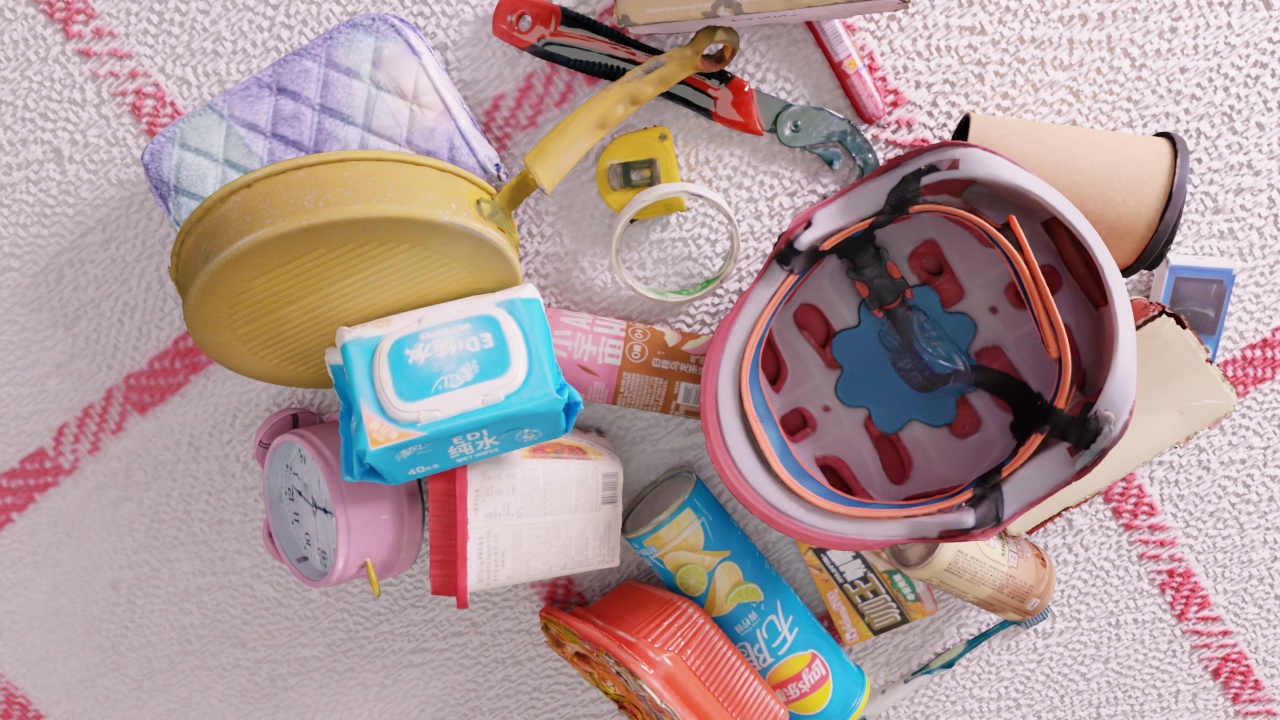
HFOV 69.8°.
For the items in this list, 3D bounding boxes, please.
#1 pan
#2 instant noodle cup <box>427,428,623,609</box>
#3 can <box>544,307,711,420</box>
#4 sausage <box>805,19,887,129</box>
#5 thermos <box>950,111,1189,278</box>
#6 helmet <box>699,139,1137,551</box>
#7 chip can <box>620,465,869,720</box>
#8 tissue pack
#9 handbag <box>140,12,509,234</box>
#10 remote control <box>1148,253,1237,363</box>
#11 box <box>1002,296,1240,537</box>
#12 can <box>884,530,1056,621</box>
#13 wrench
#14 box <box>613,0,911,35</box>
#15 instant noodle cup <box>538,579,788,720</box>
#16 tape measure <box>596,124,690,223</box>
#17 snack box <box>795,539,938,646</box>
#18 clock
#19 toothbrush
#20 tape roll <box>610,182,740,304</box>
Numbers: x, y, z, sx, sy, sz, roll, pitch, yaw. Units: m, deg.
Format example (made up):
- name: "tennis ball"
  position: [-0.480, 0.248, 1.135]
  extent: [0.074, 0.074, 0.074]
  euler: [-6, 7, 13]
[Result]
- name: "pan"
  position: [-0.099, -0.090, 0.536]
  extent: [0.358, 0.197, 0.078]
  euler: [-22, 65, 10]
- name: "instant noodle cup"
  position: [-0.080, 0.095, 0.619]
  extent: [0.124, 0.116, 0.117]
  euler: [0, 105, -12]
- name: "can"
  position: [-0.004, 0.004, 0.617]
  extent: [0.147, 0.058, 0.058]
  euler: [10, 104, -3]
- name: "sausage"
  position: [0.117, -0.214, 0.582]
  extent: [0.020, 0.020, 0.156]
  euler: [-32, 103, 7]
- name: "thermos"
  position: [0.266, -0.109, 0.579]
  extent: [0.143, 0.093, 0.093]
  euler: [14, 104, 4]
- name: "helmet"
  position: [0.162, 0.001, 0.557]
  extent: [0.240, 0.143, 0.207]
  euler: [-34, 81, 19]
- name: "chip can"
  position: [0.074, 0.175, 0.656]
  extent: [0.071, 0.071, 0.210]
  euler: [-38, 101, 9]
- name: "tissue pack"
  position: [-0.110, 0.013, 0.538]
  extent: [0.140, 0.063, 0.090]
  euler: [-15, 64, -6]
- name: "handbag"
  position: [-0.194, -0.121, 0.577]
  extent: [0.194, 0.075, 0.134]
  euler: [-26, 108, 8]
- name: "remote control"
  position: [0.370, -0.010, 0.633]
  extent: [0.049, 0.024, 0.125]
  euler: [4, 106, -2]
- name: "box"
  position: [0.292, 0.041, 0.605]
  extent: [0.168, 0.076, 0.091]
  euler: [-37, 94, 17]
- name: "can"
  position: [0.230, 0.138, 0.639]
  extent: [0.116, 0.058, 0.058]
  euler: [27, 103, -24]
- name: "wrench"
  position: [0.035, -0.172, 0.594]
  extent: [0.273, 0.016, 0.056]
  euler: [23, 103, -7]
- name: "box"
  position: [0.078, -0.224, 0.522]
  extent: [0.184, 0.089, 0.060]
  euler: [-2, 105, 17]
- name: "instant noodle cup"
  position: [0.021, 0.222, 0.631]
  extent: [0.079, 0.189, 0.164]
  euler: [-44, 104, -22]
- name: "tape measure"
  position: [0.000, -0.121, 0.600]
  extent: [0.057, 0.029, 0.060]
  euler: [-11, 104, 3]
- name: "snack box"
  position: [0.153, 0.128, 0.667]
  extent: [0.075, 0.026, 0.154]
  euler: [-24, 104, 6]
- name: "clock"
  position: [-0.211, 0.090, 0.613]
  extent: [0.159, 0.059, 0.117]
  euler: [7, 103, 44]
- name: "toothbrush"
  position: [0.230, 0.235, 0.701]
  extent: [0.192, 0.016, 0.018]
  euler: [-35, 112, 8]
- name: "tape roll"
  position: [0.023, -0.076, 0.605]
  extent: [0.086, 0.013, 0.086]
  euler: [-3, 126, -4]
